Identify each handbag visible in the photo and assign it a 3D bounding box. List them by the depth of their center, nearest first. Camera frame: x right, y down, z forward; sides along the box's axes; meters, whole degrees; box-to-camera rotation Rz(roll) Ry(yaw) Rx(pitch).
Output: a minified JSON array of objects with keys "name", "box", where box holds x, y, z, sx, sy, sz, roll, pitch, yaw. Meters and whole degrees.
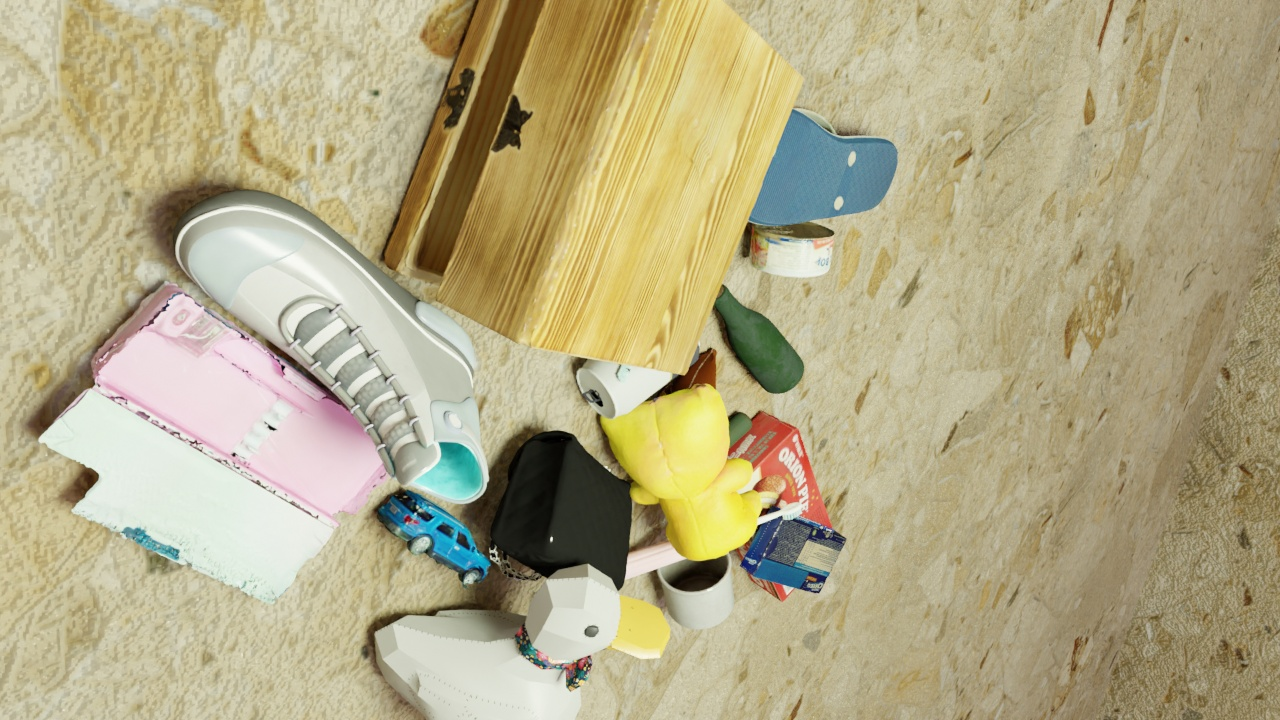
[{"name":"handbag","box":[-0.081,0.142,0.866,0.153,0.115,0.124,46,50,-50]}]

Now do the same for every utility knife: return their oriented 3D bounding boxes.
[{"name":"utility knife","box":[0.011,-0.053,0.864,0.022,0.015,0.168,21,69,-7]}]

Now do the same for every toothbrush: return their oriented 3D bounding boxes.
[{"name":"toothbrush","box":[0.077,0.197,1.014,0.222,0.027,0.027,-16,128,-10]}]

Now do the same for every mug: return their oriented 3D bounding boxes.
[{"name":"mug","box":[0.069,0.246,1.060,0.112,0.084,0.071,-64,151,-49]}]

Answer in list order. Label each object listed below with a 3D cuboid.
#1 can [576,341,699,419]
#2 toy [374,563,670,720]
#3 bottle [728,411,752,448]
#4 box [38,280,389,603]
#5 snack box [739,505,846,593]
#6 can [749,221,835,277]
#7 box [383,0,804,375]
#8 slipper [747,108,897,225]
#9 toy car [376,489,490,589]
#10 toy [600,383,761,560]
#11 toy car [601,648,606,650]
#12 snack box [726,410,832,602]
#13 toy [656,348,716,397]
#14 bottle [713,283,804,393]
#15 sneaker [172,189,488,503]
[{"name":"can","box":[-0.005,0.005,0.880,0.127,0.064,0.064,-36,130,-25]},{"name":"toy","box":[-0.117,0.278,0.829,0.246,0.140,0.268,14,124,-8]},{"name":"bottle","box":[0.084,0.097,1.034,0.105,0.025,0.025,-39,131,-23]},{"name":"box","box":[-0.298,0.070,0.662,0.159,0.035,0.230,-52,135,-10]},{"name":"snack box","box":[0.186,0.230,1.101,0.150,0.027,0.082,28,92,-44]},{"name":"can","box":[0.157,-0.119,0.957,0.086,0.086,0.043,-15,119,-38]},{"name":"box","box":[-0.025,-0.153,0.738,0.246,0.176,0.279,12,101,-56]},{"name":"slipper","box":[0.165,-0.200,0.949,0.294,0.060,0.118,-6,117,-44]},{"name":"toy car","box":[-0.175,0.155,0.802,0.043,0.056,0.120,-52,133,-13]},{"name":"toy","box":[0.041,0.119,0.926,0.087,0.135,0.194,-75,147,-56]},{"name":"toy car","box":[-0.076,0.283,0.958,0.047,0.047,0.112,-54,134,-10]},{"name":"snack box","box":[0.162,0.182,1.120,0.113,0.060,0.236,-42,133,-18]},{"name":"toy","box":[0.063,0.042,0.985,0.090,0.071,0.102,83,29,-46]},{"name":"bottle","box":[0.118,-0.029,0.987,0.055,0.055,0.174,-54,134,-9]},{"name":"sneaker","box":[-0.198,0.004,0.627,0.093,0.160,0.256,-37,138,10]}]
